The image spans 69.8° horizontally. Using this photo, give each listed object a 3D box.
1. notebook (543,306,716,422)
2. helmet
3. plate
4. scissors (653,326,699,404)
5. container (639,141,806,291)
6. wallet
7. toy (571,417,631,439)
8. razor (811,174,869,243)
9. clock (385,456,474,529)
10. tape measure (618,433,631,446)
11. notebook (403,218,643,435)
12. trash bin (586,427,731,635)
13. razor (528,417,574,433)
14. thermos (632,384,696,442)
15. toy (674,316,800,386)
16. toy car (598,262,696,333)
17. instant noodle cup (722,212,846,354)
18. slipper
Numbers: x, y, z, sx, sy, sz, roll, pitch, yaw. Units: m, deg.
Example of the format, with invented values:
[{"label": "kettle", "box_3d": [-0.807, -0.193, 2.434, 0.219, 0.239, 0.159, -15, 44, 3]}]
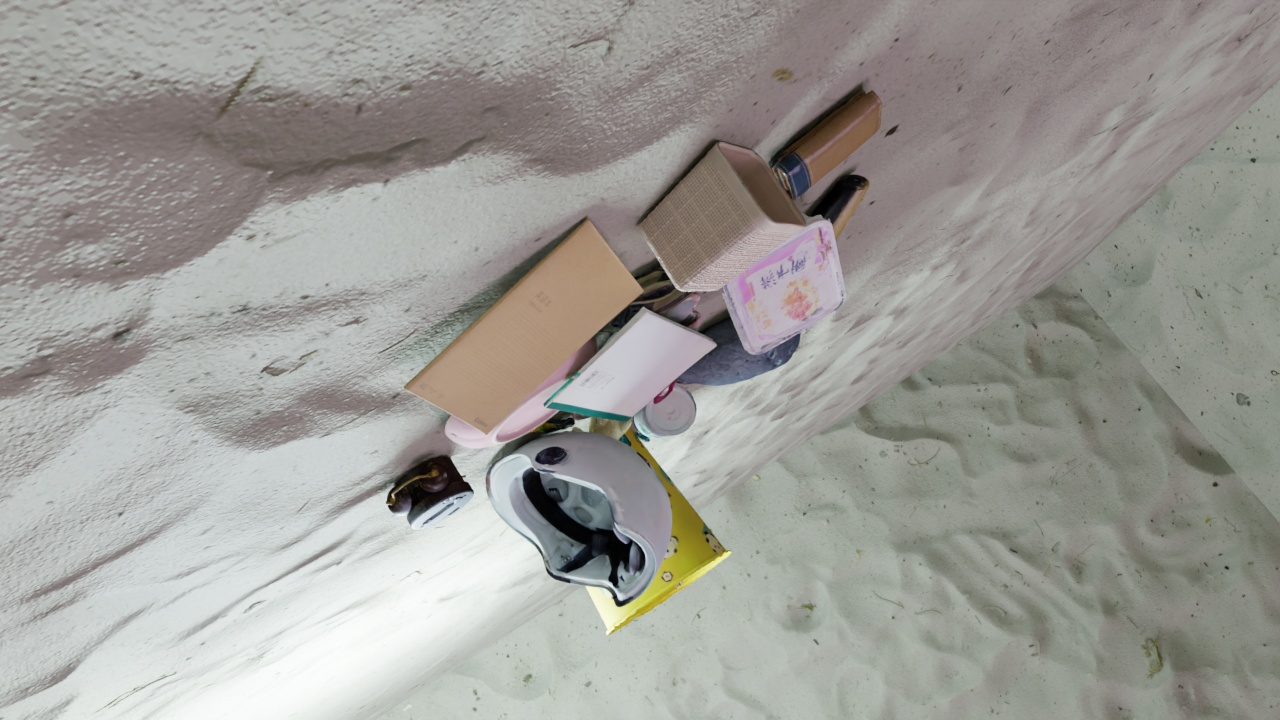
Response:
[{"label": "notebook", "box_3d": [-0.006, 0.012, 1.023, 0.150, 0.012, 0.209, -42, 159, 13]}, {"label": "helmet", "box_3d": [-0.064, 0.183, 1.220, 0.145, 0.259, 0.229, -43, 140, -39]}, {"label": "plate", "box_3d": [-0.118, 0.038, 0.984, 0.192, 0.039, 0.192, -35, 168, -9]}, {"label": "scissors", "box_3d": [0.044, 0.004, 1.175, 0.064, 0.017, 0.135, -2, -134, 53]}, {"label": "container", "box_3d": [0.071, -0.124, 0.830, 0.111, 0.090, 0.089, -40, 164, 29]}, {"label": "wallet", "box_3d": [0.184, -0.211, 0.902, 0.115, 0.033, 0.090, -38, 166, 8]}, {"label": "toy", "box_3d": [-0.044, 0.098, 1.284, 0.104, 0.066, 0.158, -20, 148, -41]}, {"label": "razor", "box_3d": [0.221, -0.153, 1.098, 0.062, 0.067, 0.168, -80, -165, -44]}, {"label": "clock", "box_3d": [-0.245, 0.152, 1.061, 0.082, 0.055, 0.122, -35, 163, 5]}, {"label": "tape measure", "box_3d": [-0.048, 0.123, 1.366, 0.058, 0.054, 0.025, -40, 166, 13]}, {"label": "notebook", "box_3d": [-0.099, -0.024, 0.833, 0.211, 0.012, 0.149, -42, 154, 1]}, {"label": "trash bin", "box_3d": [-0.023, 0.261, 1.450, 0.229, 0.255, 0.230, -32, 164, -10]}, {"label": "razor", "box_3d": [-0.117, 0.083, 1.176, 0.043, 0.022, 0.142, -36, 164, 14]}, {"label": "thermos", "box_3d": [0.027, 0.078, 1.289, 0.073, 0.073, 0.224, -32, 178, -9]}, {"label": "toy", "box_3d": [0.141, -0.020, 1.290, 0.355, 0.091, 0.138, -18, -175, -41]}, {"label": "toy car", "box_3d": [0.014, -0.071, 0.957, 0.158, 0.042, 0.070, -28, 163, -11]}, {"label": "instant noodle cup", "box_3d": [0.154, -0.096, 1.045, 0.138, 0.060, 0.173, -30, 143, 1]}, {"label": "slipper", "box_3d": [-0.007, 0.006, 1.111, 0.114, 0.054, 0.275, -20, 160, -41]}]
